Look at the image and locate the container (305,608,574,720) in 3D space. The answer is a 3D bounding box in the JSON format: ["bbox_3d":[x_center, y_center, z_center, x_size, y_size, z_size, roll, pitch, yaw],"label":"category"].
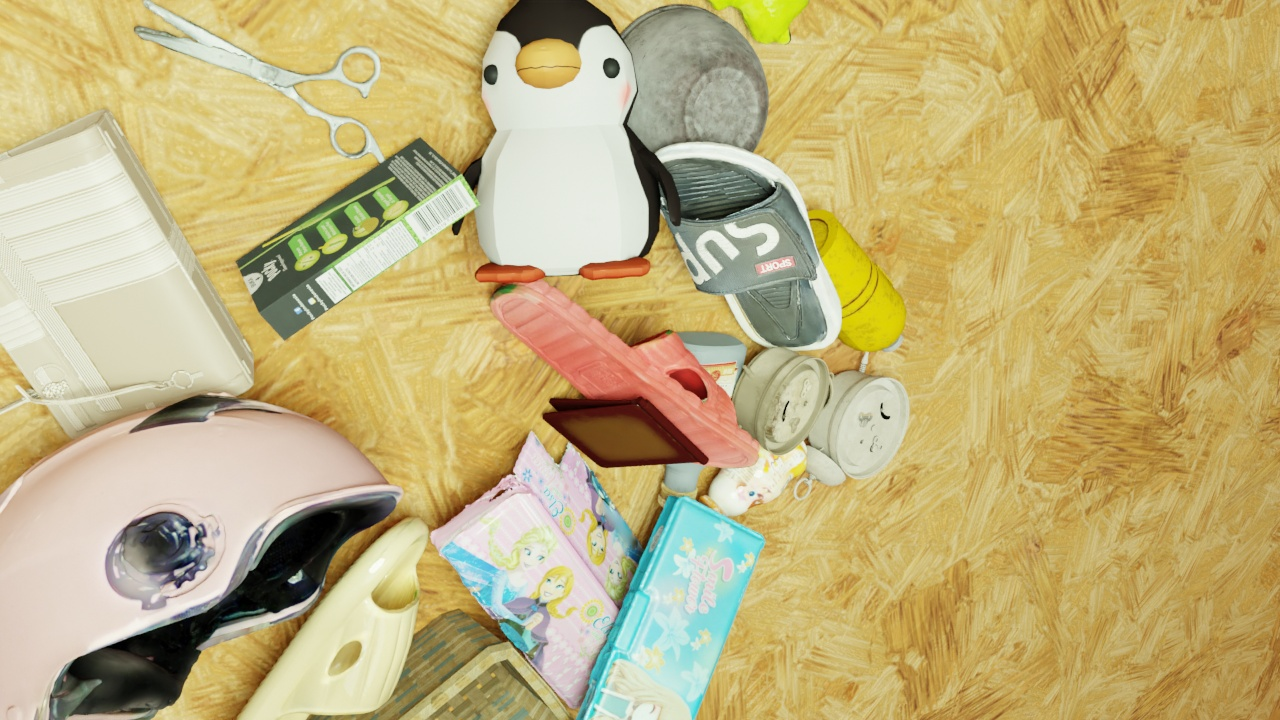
[{"bbox_3d":[-0.171,0.340,0.721,0.249,0.186,0.157,-37,124,-13],"label":"container"}]

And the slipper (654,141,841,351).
[{"bbox_3d":[0.090,-0.071,0.730,0.264,0.111,0.063,50,43,-50],"label":"slipper"}]

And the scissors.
[{"bbox_3d":[-0.229,-0.167,0.579,0.161,0.014,0.118,-12,115,-29],"label":"scissors"}]

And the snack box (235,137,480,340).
[{"bbox_3d":[-0.184,-0.082,0.594,0.147,0.080,0.025,-37,132,-9],"label":"snack box"}]

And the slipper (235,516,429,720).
[{"bbox_3d":[-0.224,0.235,0.690,0.079,0.111,0.261,38,93,3],"label":"slipper"}]

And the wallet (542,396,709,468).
[{"bbox_3d":[-0.014,0.058,0.743,0.091,0.116,0.018,45,54,-36],"label":"wallet"}]

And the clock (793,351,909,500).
[{"bbox_3d":[0.197,0.074,0.906,0.156,0.061,0.103,-48,128,-14],"label":"clock"}]

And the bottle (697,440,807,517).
[{"bbox_3d":[0.104,0.106,0.859,0.109,0.063,0.063,-40,125,-15],"label":"bottle"}]

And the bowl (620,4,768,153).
[{"bbox_3d":[0.045,-0.192,0.697,0.144,0.067,0.145,-12,116,-26],"label":"bowl"}]

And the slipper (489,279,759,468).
[{"bbox_3d":[-0.004,0.004,0.726,0.248,0.104,0.059,37,61,-16],"label":"slipper"}]

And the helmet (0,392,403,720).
[{"bbox_3d":[-0.282,0.112,0.562,0.255,0.230,0.152,-34,79,-6],"label":"helmet"}]

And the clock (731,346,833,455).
[{"bbox_3d":[0.132,0.029,0.826,0.140,0.055,0.093,-13,122,-46],"label":"clock"}]

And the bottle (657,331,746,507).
[{"bbox_3d":[0.045,0.057,0.817,0.072,0.046,0.161,-1,111,-30],"label":"bottle"}]

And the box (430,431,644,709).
[{"bbox_3d":[-0.058,0.171,0.766,0.160,0.063,0.230,-51,130,-28],"label":"box"}]

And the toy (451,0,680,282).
[{"bbox_3d":[-0.053,-0.155,0.639,0.159,0.140,0.184,-2,104,4],"label":"toy"}]

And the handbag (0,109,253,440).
[{"bbox_3d":[-0.366,-0.026,0.544,0.197,0.062,0.176,-25,121,-10],"label":"handbag"}]

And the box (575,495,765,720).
[{"bbox_3d":[0.041,0.250,0.792,0.170,0.085,0.226,42,66,-45],"label":"box"}]

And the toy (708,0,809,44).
[{"bbox_3d":[0.088,-0.290,0.702,0.093,0.036,0.094,-12,109,-21],"label":"toy"}]

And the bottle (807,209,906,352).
[{"bbox_3d":[0.192,-0.062,0.839,0.163,0.071,0.071,39,88,-36],"label":"bottle"}]
